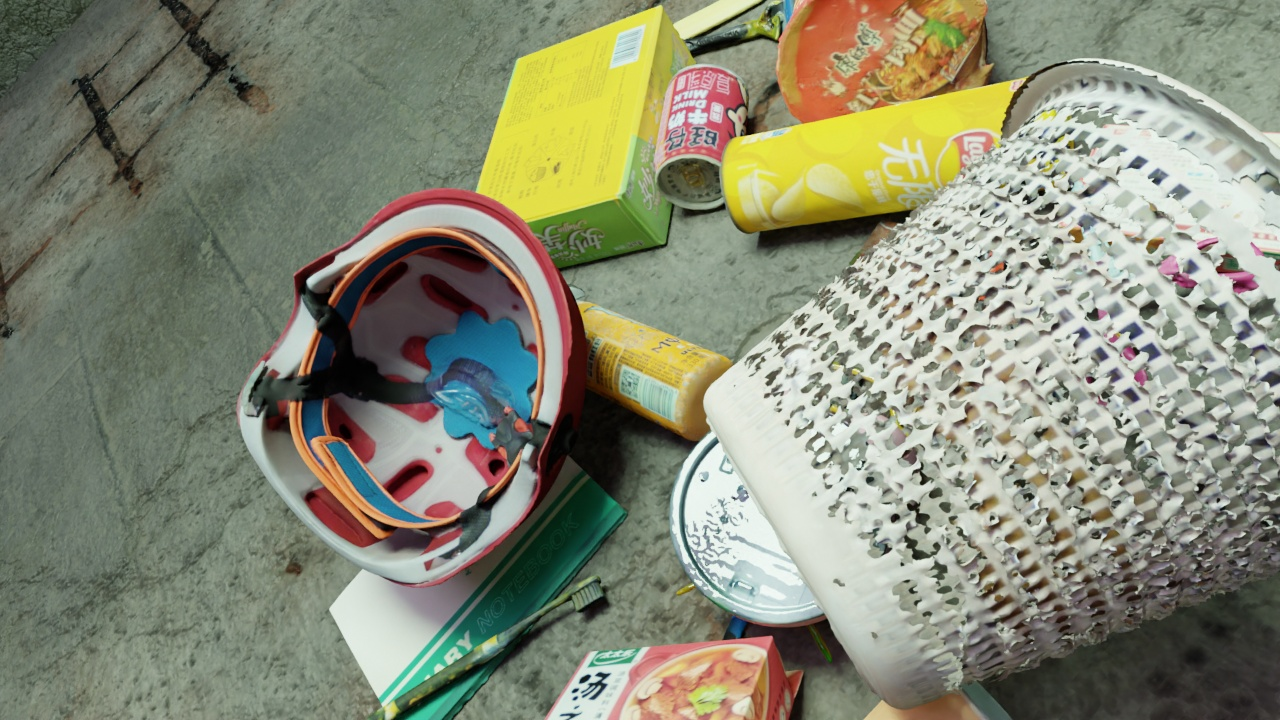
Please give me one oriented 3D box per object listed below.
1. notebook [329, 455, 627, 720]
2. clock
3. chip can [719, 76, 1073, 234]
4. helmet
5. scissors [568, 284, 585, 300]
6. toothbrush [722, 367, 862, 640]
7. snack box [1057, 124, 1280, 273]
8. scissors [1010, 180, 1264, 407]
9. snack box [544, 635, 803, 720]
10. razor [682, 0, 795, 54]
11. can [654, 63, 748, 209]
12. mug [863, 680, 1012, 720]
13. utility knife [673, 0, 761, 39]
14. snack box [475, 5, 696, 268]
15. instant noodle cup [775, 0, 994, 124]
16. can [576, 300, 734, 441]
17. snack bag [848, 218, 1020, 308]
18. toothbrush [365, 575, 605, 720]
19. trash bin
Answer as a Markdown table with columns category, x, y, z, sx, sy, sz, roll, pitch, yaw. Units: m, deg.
| category | x | y | z | sx | sy | sz | roll | pitch | yaw |
| --- | --- | --- | --- | --- | --- | --- | --- | --- | --- |
| notebook | -0.120 | 0.144 | 0.646 | 0.209 | 0.012 | 0.150 | -49 | 48 | -3 |
| clock | 0.087 | 0.071 | 0.504 | 0.117 | 0.060 | 0.158 | 18 | 76 | 27 |
| chip can | 0.161 | -0.130 | 0.596 | 0.214 | 0.072 | 0.072 | -4 | 59 | 34 |
| helmet | -0.125 | 0.014 | 0.608 | 0.207 | 0.143 | 0.240 | 34 | 96 | 14 |
| scissors | -0.139 | -0.036 | 0.700 | 0.179 | 0.019 | 0.170 | -44 | 89 | -8 |
| toothbrush | 0.089 | 0.084 | 0.540 | 0.014 | 0.016 | 0.189 | 14 | 71 | 45 |
| snack box | 0.317 | -0.085 | 0.489 | 0.156 | 0.027 | 0.077 | 17 | 71 | 40 |
| scissors | 0.257 | -0.040 | 0.486 | 0.135 | 0.017 | 0.133 | -20 | 66 | 32 |
| snack box | 0.012 | 0.182 | 0.459 | 0.113 | 0.044 | 0.126 | -14 | 14 | 26 |
| razor | 0.081 | -0.279 | 0.786 | 0.143 | 0.022 | 0.043 | -3 | 103 | 36 |
| can | 0.047 | -0.170 | 0.703 | 0.067 | 0.066 | 0.093 | -8 | 56 | 30 |
| mug | 0.114 | 0.197 | 0.409 | 0.123 | 0.078 | 0.078 | -44 | 46 | 8 |
| utility knife | 0.023 | -0.295 | 0.836 | 0.213 | 0.022 | 0.030 | -18 | 51 | 15 |
| snack box | -0.047 | -0.182 | 0.773 | 0.158 | 0.070 | 0.209 | -9 | 57 | 30 |
| instant noodle cup | 0.162 | -0.232 | 0.627 | 0.138 | 0.138 | 0.108 | -15 | 45 | 26 |
| can | -0.004 | 0.004 | 0.627 | 0.146 | 0.058 | 0.058 | 24 | 76 | 42 |
| snack bag | 0.183 | -0.060 | 0.564 | 0.104 | 0.026 | 0.048 | 22 | 68 | 42 |
| toothbrush | -0.100 | 0.191 | 0.587 | 0.186 | 0.012 | 0.017 | -34 | 60 | 9 |
| trash bin | 0.142 | 0.028 | 0.373 | 0.192 | 0.227 | 0.227 | -32 | 47 | 3 |
